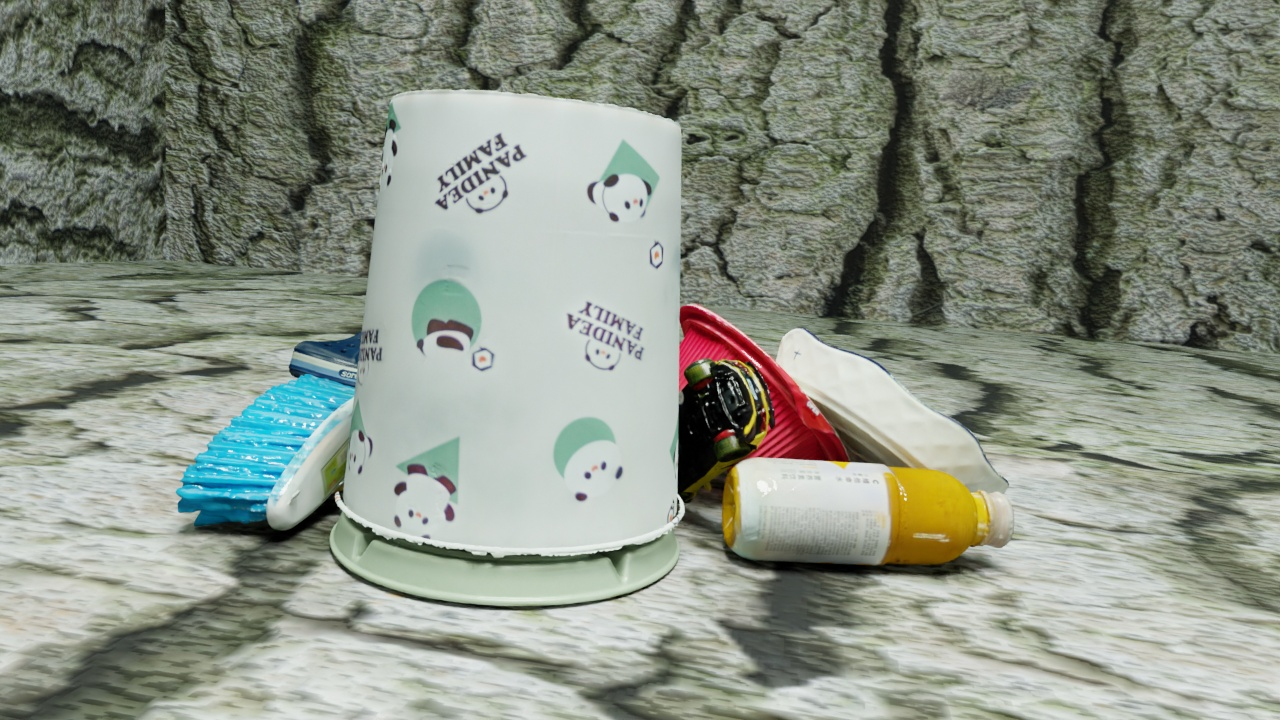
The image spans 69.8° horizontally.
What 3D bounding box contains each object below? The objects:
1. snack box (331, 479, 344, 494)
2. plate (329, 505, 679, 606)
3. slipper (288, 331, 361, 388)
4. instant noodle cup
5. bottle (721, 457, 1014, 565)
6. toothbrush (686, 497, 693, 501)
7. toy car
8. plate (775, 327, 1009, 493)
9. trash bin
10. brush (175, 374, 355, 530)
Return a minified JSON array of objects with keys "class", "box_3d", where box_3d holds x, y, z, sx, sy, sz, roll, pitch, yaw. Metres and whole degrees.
[{"class":"snack box","box_3d":[-0.242,0.073,0.757,0.087,0.034,0.140,8,8,23]},{"class":"plate","box_3d":[-0.087,0.107,0.613,0.230,0.027,0.230,5,9,-1]},{"class":"slipper","box_3d":[-0.294,-0.010,1.111,0.105,0.095,0.252,7,5,39]},{"class":"instant noodle cup","box_3d":[0.080,0.045,0.749,0.065,0.194,0.194,-42,21,-9]},{"class":"bottle","box_3d":[0.152,0.103,0.615,0.189,0.068,0.068,4,8,-5]},{"class":"toothbrush","box_3d":[-0.030,0.091,0.786,0.186,0.017,0.012,11,23,39]},{"class":"toy car","box_3d":[0.040,0.055,0.663,0.041,0.071,0.156,-4,-28,-32]},{"class":"plate","box_3d":[0.186,0.055,0.726,0.205,0.045,0.205,38,-6,4]},{"class":"trash bin","box_3d":[-0.073,-0.031,0.595,0.229,0.252,0.229,5,8,-1]},{"class":"brush","box_3d":[-0.209,0.028,0.701,0.109,0.061,0.313,8,29,9]}]
